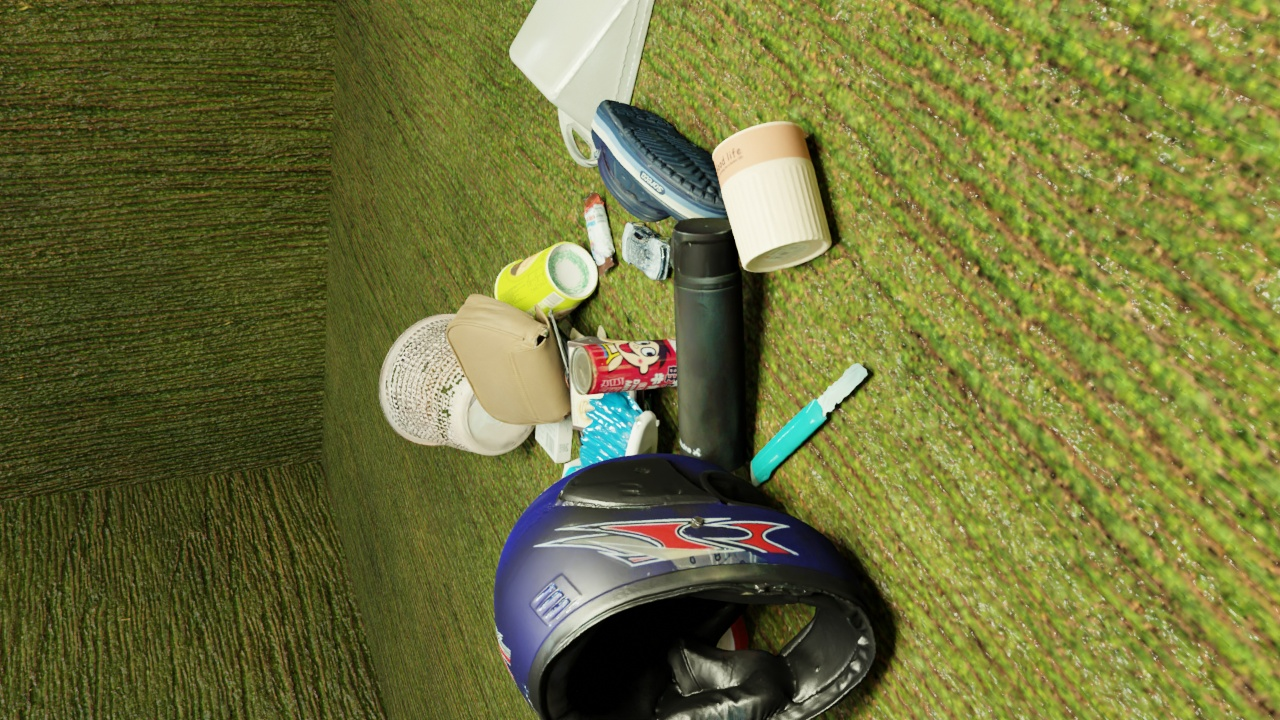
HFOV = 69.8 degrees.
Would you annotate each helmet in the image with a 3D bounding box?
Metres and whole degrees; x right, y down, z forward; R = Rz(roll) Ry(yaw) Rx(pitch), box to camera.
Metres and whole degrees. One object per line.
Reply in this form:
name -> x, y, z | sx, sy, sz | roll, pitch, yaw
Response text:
helmet -> 0.027, 0.201, 0.830 | 0.240, 0.315, 0.248 | -105, 9, -60

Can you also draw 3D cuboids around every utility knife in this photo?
utility knife -> 0.148, 0.062, 0.838 | 0.220, 0.013, 0.029 | 122, 137, -53

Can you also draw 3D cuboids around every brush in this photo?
brush -> -0.018, 0.170, 1.080 | 0.109, 0.060, 0.315 | 30, 133, 27

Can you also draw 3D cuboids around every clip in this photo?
clip -> -0.051, -0.012, 1.177 | 0.100, 0.074, 0.035 | 53, 139, 43

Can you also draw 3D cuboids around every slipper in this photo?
slipper -> 0.006, -0.197, 0.963 | 0.252, 0.105, 0.095 | 56, 134, 47

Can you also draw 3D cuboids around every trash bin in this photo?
trash bin -> -0.269, 0.053, 1.452 | 0.192, 0.227, 0.228 | 19, 112, 47

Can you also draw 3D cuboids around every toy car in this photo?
toy car -> 0.003, -0.128, 1.064 | 0.105, 0.031, 0.049 | 41, 130, 54

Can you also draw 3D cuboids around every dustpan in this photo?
dustpan -> -0.052, -0.385, 1.150 | 0.258, 0.142, 0.222 | -51, 43, 15

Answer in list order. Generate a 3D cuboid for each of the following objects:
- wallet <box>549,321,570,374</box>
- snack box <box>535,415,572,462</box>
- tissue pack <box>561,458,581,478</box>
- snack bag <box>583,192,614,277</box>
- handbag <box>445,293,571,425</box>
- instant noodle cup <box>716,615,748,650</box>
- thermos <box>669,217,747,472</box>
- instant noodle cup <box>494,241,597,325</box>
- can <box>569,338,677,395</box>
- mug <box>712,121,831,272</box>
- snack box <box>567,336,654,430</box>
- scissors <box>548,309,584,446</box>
wallet -> -0.085, 0.013, 1.227 | 0.097, 0.019, 0.121 | 45, 159, 50
snack box -> -0.125, 0.063, 1.348 | 0.085, 0.026, 0.157 | 40, 129, 54
tissue pack -> -0.075, 0.207, 1.238 | 0.090, 0.063, 0.140 | 50, 137, 47
snack bag -> -0.053, -0.163, 1.170 | 0.045, 0.026, 0.105 | -29, 72, 57
handbag -> -0.165, -0.001, 1.217 | 0.148, 0.099, 0.205 | 12, 143, 21
instant noodle cup -> 0.031, 0.288, 0.983 | 0.117, 0.124, 0.116 | -59, 44, 49
thermos -> 0.063, -0.016, 0.891 | 0.090, 0.068, 0.243 | -143, 45, -59
instant noodle cup -> -0.120, -0.103, 1.238 | 0.124, 0.111, 0.111 | -25, 73, 53
can -> -0.006, 0.006, 0.994 | 0.053, 0.132, 0.053 | 18, 110, 61
mug -> 0.114, -0.136, 0.809 | 0.114, 0.081, 0.106 | 85, 172, -78
snack box -> -0.029, 0.036, 1.100 | 0.126, 0.053, 0.113 | 9, 108, 37
scissors -> -0.091, 0.031, 1.193 | 0.139, 0.021, 0.235 | -123, 18, -82
